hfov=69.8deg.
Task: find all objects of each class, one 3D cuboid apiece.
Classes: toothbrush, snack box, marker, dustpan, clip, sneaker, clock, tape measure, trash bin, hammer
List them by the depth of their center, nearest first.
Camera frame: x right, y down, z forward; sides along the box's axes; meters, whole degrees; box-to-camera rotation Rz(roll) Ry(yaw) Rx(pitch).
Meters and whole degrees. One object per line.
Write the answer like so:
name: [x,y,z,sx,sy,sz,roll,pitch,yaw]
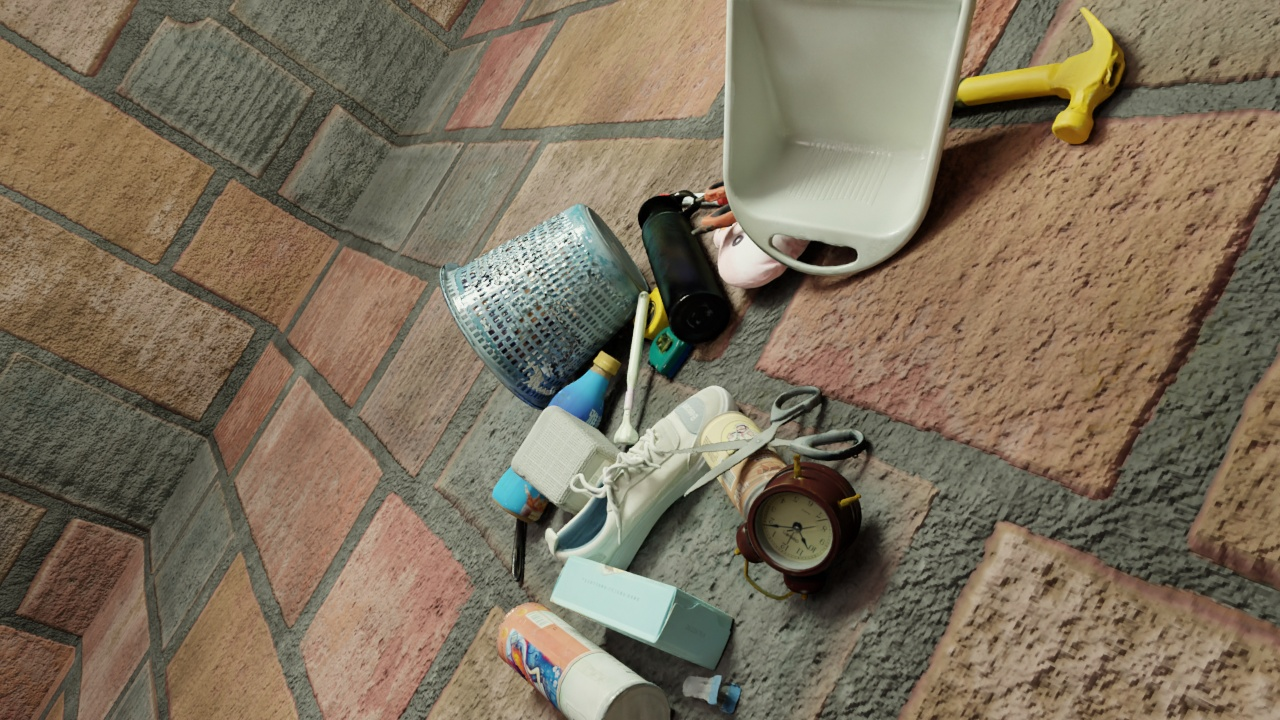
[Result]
clock: [0.123,0.137,0.729,0.082,0.055,0.122,33,113,17]
clip: [0.055,0.273,0.762,0.058,0.043,0.026,-14,53,58]
snack box: [-0.003,0.225,0.833,0.175,0.074,0.051,0,62,54]
dustpan: [0.174,-0.216,0.847,0.223,0.258,0.142,14,56,25]
hammer: [0.313,-0.257,0.879,0.301,0.033,0.128,12,71,57]
sneaker: [-0.004,0.113,0.923,0.242,0.090,0.089,-52,32,6]
tape measure: [0.033,-0.013,1.050,0.058,0.025,0.054,-54,32,3]
toothbrush: [-0.006,0.006,1.061,0.029,0.020,0.189,0,68,19]
tape measure: [0.020,-0.051,1.098,0.060,0.029,0.057,-58,31,27]
toothbrush: [-0.148,0.193,1.121,0.018,0.015,0.180,-44,32,30]
trash bin: [-0.104,-0.082,1.149,0.195,0.226,0.226,-35,35,10]
marker: [0.068,-0.209,1.189,0.145,0.017,0.017,15,74,58]

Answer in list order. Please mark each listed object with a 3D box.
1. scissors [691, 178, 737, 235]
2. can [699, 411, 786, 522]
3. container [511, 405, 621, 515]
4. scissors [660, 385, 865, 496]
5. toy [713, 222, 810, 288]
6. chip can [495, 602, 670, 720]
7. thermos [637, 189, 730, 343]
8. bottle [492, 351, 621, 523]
scissors: [0.146,-0.195,1.006,0.227,0.015,0.189,-32,24,-7]
can: [0.098,0.098,0.825,0.058,0.058,0.116,-50,31,11]
container: [-0.069,0.120,1.010,0.090,0.090,0.114,-58,34,-2]
scissors: [0.110,0.071,0.798,0.160,0.014,0.180,11,40,34]
toy: [0.129,-0.138,1.007,0.121,0.054,0.159,-43,26,7]
chip can: [-0.061,0.292,0.855,0.215,0.071,0.071,11,71,57]
thermos: [0.051,-0.124,1.082,0.090,0.068,0.242,-48,32,24]
bottle: [-0.094,0.088,1.093,0.218,0.065,0.065,-57,31,-1]
